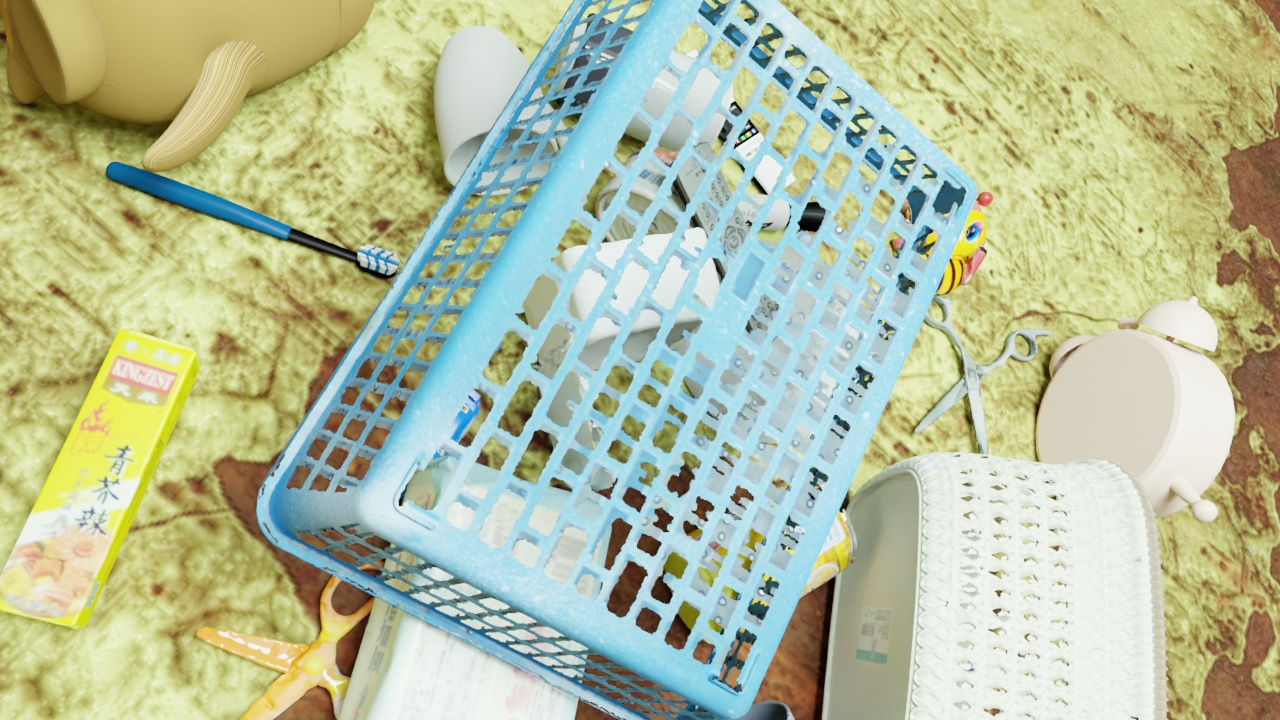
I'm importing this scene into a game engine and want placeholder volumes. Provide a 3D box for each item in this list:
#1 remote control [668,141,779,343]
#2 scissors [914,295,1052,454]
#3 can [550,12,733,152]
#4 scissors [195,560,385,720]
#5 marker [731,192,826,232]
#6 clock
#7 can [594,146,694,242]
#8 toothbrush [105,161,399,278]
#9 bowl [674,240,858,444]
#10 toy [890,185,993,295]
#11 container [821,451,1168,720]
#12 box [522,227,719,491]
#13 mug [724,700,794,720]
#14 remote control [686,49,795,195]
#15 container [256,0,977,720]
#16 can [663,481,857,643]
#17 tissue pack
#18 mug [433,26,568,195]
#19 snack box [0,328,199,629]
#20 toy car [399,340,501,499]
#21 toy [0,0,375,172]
[{"bbox_3d":[0.056,-0.069,0.565,0.033,0.013,0.136,-43,118,-26],"label":"remote control"},{"bbox_3d":[0.263,0.008,0.703,0.173,0.014,0.141,-17,78,-26],"label":"scissors"},{"bbox_3d":[0.006,-0.185,0.633,0.127,0.064,0.064,19,68,-15],"label":"can"},{"bbox_3d":[-0.167,0.166,0.487,0.125,0.011,0.127,-42,91,-27],"label":"scissors"},{"bbox_3d":[0.080,-0.107,0.660,0.125,0.025,0.025,1,74,-21],"label":"marker"},{"bbox_3d":[0.341,0.040,0.657,0.086,0.131,0.160,24,67,-13],"label":"clock"},{"bbox_3d":[0.016,-0.093,0.596,0.086,0.086,0.043,39,65,-6],"label":"can"},{"bbox_3d":[-0.225,-0.082,0.539,0.167,0.014,0.014,20,56,-15],"label":"toothbrush"},{"bbox_3d":[0.098,-0.019,0.629,0.149,0.043,0.149,6,72,-20],"label":"bowl"},{"bbox_3d":[0.231,-0.094,0.705,0.084,0.046,0.103,36,68,-15],"label":"toy"},{"bbox_3d":[0.200,0.171,0.542,0.143,0.185,0.245,13,68,-6],"label":"container"},{"bbox_3d":[-0.013,0.008,0.542,0.125,0.109,0.136,-13,78,-25],"label":"box"},{"bbox_3d":[0.055,0.269,0.512,0.124,0.084,0.104,-30,88,-2],"label":"mug"},{"bbox_3d":[0.067,-0.175,0.683,0.028,0.012,0.124,-37,90,-27],"label":"remote control"},{"bbox_3d":[0.021,-0.016,0.457,0.257,0.089,0.361,34,73,-20],"label":"container"},{"bbox_3d":[0.072,0.122,0.563,0.104,0.068,0.067,-23,83,-26],"label":"can"},{"bbox_3d":[-0.086,0.146,0.486,0.112,0.070,0.181,24,67,-28],"label":"tissue pack"},{"bbox_3d":[-0.084,-0.160,0.596,0.107,0.071,0.089,10,58,-48],"label":"mug"},{"bbox_3d":[-0.274,0.058,0.468,0.040,0.029,0.147,20,68,-15],"label":"snack box"},{"bbox_3d":[-0.110,0.033,0.521,0.033,0.062,0.091,33,65,-9],"label":"toy car"},{"bbox_3d":[-0.238,-0.214,0.503,0.202,0.163,0.198,-29,88,-37],"label":"toy"}]
